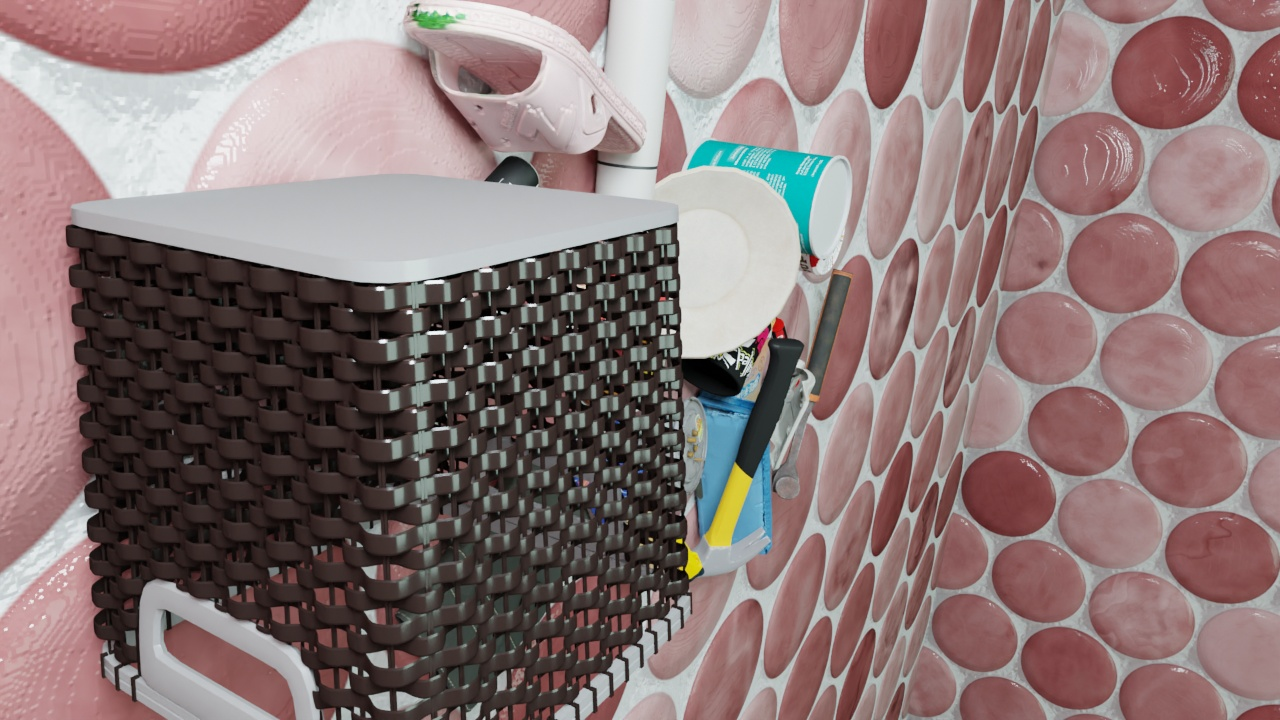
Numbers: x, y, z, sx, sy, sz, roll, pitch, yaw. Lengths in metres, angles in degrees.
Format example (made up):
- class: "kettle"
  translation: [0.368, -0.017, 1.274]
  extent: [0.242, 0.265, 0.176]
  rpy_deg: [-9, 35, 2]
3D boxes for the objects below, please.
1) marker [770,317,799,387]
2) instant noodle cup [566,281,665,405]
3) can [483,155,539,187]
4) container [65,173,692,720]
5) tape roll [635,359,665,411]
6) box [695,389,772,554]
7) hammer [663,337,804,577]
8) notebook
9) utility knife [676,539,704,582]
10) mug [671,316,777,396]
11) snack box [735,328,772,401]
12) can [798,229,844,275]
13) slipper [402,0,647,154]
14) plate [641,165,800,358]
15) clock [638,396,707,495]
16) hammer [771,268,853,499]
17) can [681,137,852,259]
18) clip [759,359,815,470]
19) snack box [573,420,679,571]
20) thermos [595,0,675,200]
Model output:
- class: "marker"
  translation: [0.195, -0.008, 1.247]
  extent: [0.023, 0.021, 0.145]
  rpy_deg: [-53, 146, -20]
- class: "instant noodle cup"
  translation: [-0.025, -0.015, 0.792]
  extent: [0.100, 0.100, 0.113]
  rpy_deg: [-49, 151, -38]
- class: "can"
  translation: [-0.107, -0.110, 0.656]
  extent: [0.080, 0.031, 0.031]
  rpy_deg: [-56, 146, -30]
- class: "container"
  translation: [-0.124, 0.040, 0.487]
  extent: [0.244, 0.248, 0.244]
  rpy_deg: [-24, 121, -54]
- class: "tape roll"
  translation: [-0.005, 0.005, 0.906]
  extent: [0.093, 0.018, 0.094]
  rpy_deg: [-34, 132, -49]
- class: "box"
  translation: [0.109, 0.144, 1.101]
  extent: [0.053, 0.093, 0.232]
  rpy_deg: [-46, 142, -41]
- class: "hammer"
  translation: [0.118, 0.117, 1.027]
  extent: [0.127, 0.029, 0.324]
  rpy_deg: [4, 120, -22]
- class: "notebook"
  translation: [-0.115, 0.183, 0.796]
  extent: [0.208, 0.029, 0.170]
  rpy_deg: [-51, 143, -33]
- class: "utility knife"
  translation: [0.023, 0.179, 1.003]
  extent: [0.030, 0.019, 0.217]
  rpy_deg: [-41, 132, -13]
- class: "mug"
  translation: [0.097, -0.014, 1.008]
  extent: [0.098, 0.082, 0.118]
  rpy_deg: [-61, 147, -22]
- class: "snack box"
  translation: [0.125, -0.020, 1.105]
  extent: [0.087, 0.034, 0.151]
  rpy_deg: [-7, 110, -60]
- class: "can"
  translation: [0.154, -0.147, 1.006]
  extent: [0.086, 0.116, 0.087]
  rpy_deg: [-35, 133, -49]
- class: "slipper"
  translation: [-0.068, -0.172, 0.631]
  extent: [0.239, 0.094, 0.064]
  rpy_deg: [13, 87, -65]
- class: "plate"
  translation: [0.057, -0.092, 0.860]
  extent: [0.188, 0.027, 0.189]
  rpy_deg: [-6, 118, -11]
- class: "clock"
  translation: [0.032, 0.083, 0.959]
  extent: [0.148, 0.056, 0.103]
  rpy_deg: [55, 43, -54]
- class: "hammer"
  translation: [0.235, 0.030, 1.256]
  extent: [0.137, 0.035, 0.314]
  rpy_deg: [9, 97, -84]
- class: "can"
  translation: [0.124, -0.163, 0.916]
  extent: [0.099, 0.144, 0.099]
  rpy_deg: [-35, 133, -49]
- class: "clip"
  translation: [0.168, 0.047, 1.182]
  extent: [0.152, 0.099, 0.127]
  rpy_deg: [-92, -162, -52]
- class: "snack box"
  translation: [-0.013, 0.144, 0.901]
  extent: [0.207, 0.056, 0.057]
  rpy_deg: [68, 8, -48]
- class: "thermos"
  translation: [-0.004, -0.231, 0.753]
  extent: [0.052, 0.052, 0.224]
  rpy_deg: [-21, 122, -55]
